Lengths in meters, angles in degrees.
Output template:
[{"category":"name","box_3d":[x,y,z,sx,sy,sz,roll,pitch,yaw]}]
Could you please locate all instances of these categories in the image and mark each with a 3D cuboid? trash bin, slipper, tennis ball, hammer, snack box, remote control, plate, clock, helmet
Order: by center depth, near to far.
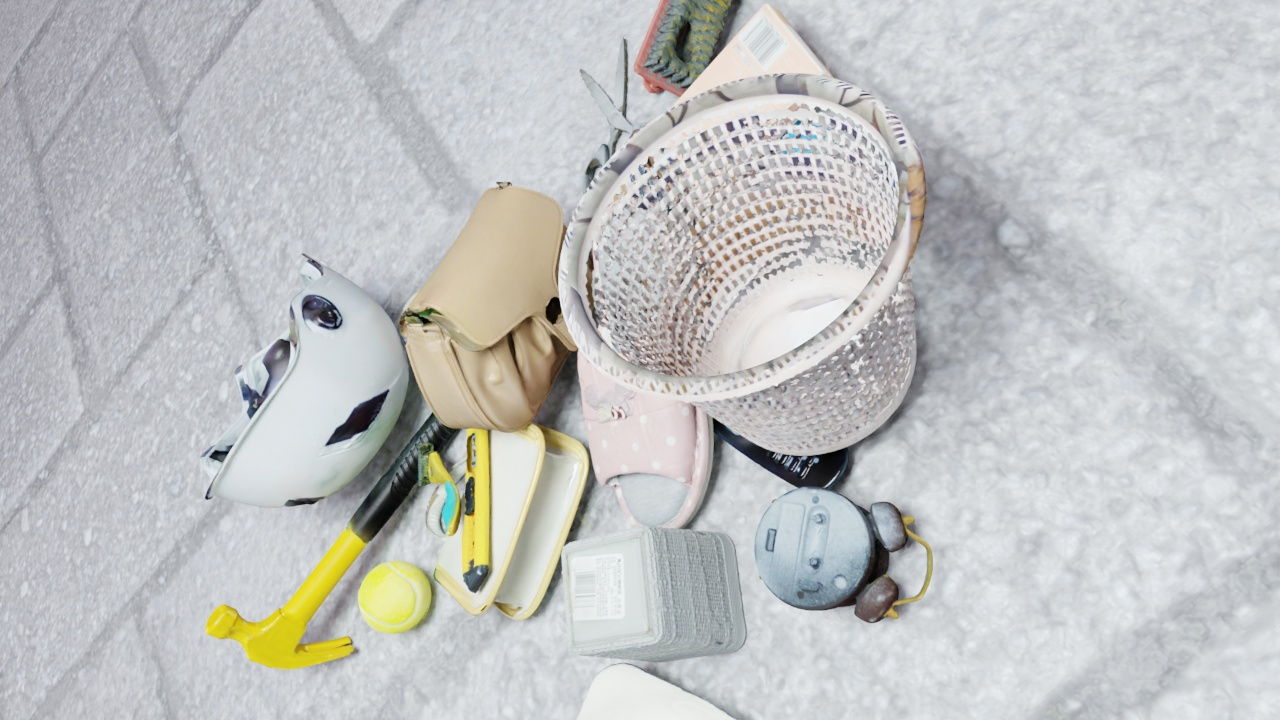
[{"category":"trash bin","box_3d":[0.089,-0.039,0.607,0.228,0.192,0.227,-14,57,22]},{"category":"clock","box_3d":[0.136,0.132,0.624,0.122,0.055,0.082,5,78,35]},{"category":"plate","box_3d":[0.014,0.317,0.659,0.164,0.034,0.164,18,85,33]},{"category":"remote control","box_3d":[0.099,0.054,0.692,0.136,0.024,0.053,34,92,37]},{"category":"slipper","box_3d":[-0.004,0.004,0.727,0.114,0.054,0.274,-9,84,44]},{"category":"snack box","box_3d":[0.077,-0.205,0.761,0.158,0.026,0.084,-43,65,29]},{"category":"tennis ball","box_3d":[-0.226,0.218,0.843,0.066,0.065,0.065,-11,69,32]},{"category":"hammer","box_3d":[-0.267,0.164,0.874,0.300,0.128,0.033,-53,30,-4]},{"category":"helmet","box_3d":[-0.311,0.040,0.890,0.229,0.145,0.258,-52,28,23]}]

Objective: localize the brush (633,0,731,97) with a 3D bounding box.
[{"category":"brush","box_3d":[0.043,-0.312,0.826,0.069,0.063,0.145,12,81,66]}]

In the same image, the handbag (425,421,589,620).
[{"category":"handbag","box_3d":[-0.130,0.128,0.818,0.179,0.063,0.163,16,85,52]}]

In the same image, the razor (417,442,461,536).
[{"category":"razor","box_3d":[-0.175,0.118,0.810,0.132,0.028,0.043,-137,50,-60]}]

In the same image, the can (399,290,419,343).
[{"category":"can","box_3d":[-0.169,-0.029,0.890,0.148,0.049,0.074,13,84,37]}]

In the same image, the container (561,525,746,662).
[{"category":"container","box_3d":[0.007,0.169,0.664,0.090,0.114,0.090,-19,66,29]}]

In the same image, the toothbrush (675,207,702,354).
[{"category":"toothbrush","box_3d":[0.038,-0.023,0.758,0.026,0.026,0.220,-17,67,36]}]

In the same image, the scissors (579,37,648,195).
[{"category":"scissors","box_3d":[-0.021,-0.226,0.870,0.159,0.014,0.178,20,88,37]}]

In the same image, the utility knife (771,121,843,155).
[{"category":"utility knife","box_3d":[0.101,-0.194,0.772,0.162,0.018,0.034,23,89,36]}]

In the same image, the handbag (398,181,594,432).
[{"category":"handbag","box_3d":[-0.108,-0.043,0.768,0.100,0.148,0.204,-1,48,32]}]

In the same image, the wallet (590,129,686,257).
[{"category":"wallet","box_3d":[-0.009,-0.128,0.796,0.116,0.033,0.090,-53,48,40]}]

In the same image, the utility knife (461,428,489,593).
[{"category":"utility knife","box_3d":[-0.142,0.104,0.783,0.033,0.015,0.192,-37,46,37]}]
